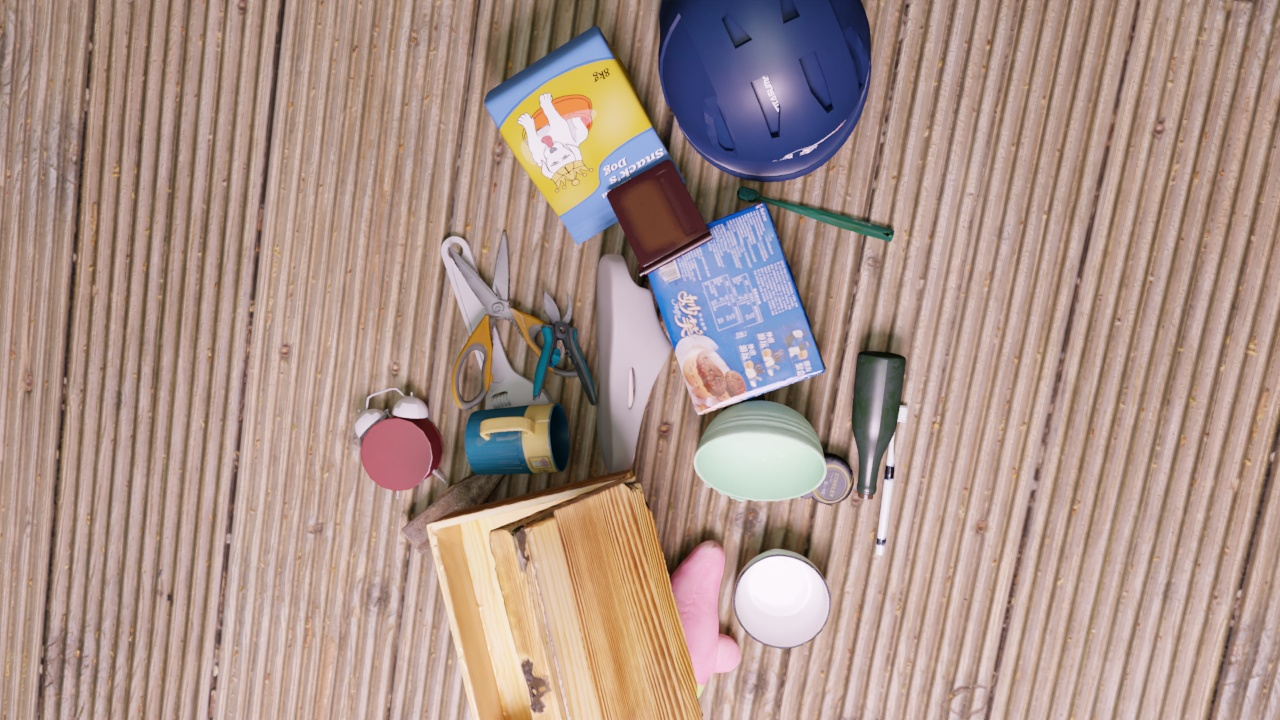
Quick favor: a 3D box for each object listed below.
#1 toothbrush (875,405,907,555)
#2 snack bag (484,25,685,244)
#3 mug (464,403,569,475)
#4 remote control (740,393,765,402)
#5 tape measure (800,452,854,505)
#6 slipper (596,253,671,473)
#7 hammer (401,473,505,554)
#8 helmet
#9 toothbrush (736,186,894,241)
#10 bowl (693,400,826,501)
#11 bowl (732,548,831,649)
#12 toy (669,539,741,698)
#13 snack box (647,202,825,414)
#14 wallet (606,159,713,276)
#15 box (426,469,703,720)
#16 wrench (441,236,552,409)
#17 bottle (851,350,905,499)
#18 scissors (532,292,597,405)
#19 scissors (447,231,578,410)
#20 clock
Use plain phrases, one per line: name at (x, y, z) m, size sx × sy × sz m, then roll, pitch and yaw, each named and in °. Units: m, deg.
toothbrush at (0.301, 0.144, 1.102) m, size 0.017 × 0.012 × 0.187 m, roll 6°, pitch 97°, yaw 3°
snack bag at (-0.062, -0.256, 1.069) m, size 0.159 × 0.102 × 0.205 m, roll -29°, pitch 114°, yaw 9°
mug at (-0.149, 0.089, 1.081) m, size 0.107 × 0.113 × 0.083 m, roll -3°, pitch 70°, yaw 12°
remote control at (0.125, -0.013, 1.108) m, size 0.030 × 0.009 × 0.140 m, roll -10°, pitch 95°, yaw 8°
tape measure at (0.224, 0.142, 1.100) m, size 0.061 × 0.034 × 0.062 m, roll 19°, pitch 99°, yaw 7°
slipper at (-0.007, 0.006, 1.084) m, size 0.080 × 0.113 × 0.266 m, roll -2°, pitch 102°, yaw -11°
hammer at (-0.146, 0.278, 1.158) m, size 0.158 × 0.037 × 0.301 m, roll -39°, pitch 91°, yaw 9°
helmet at (0.142, -0.312, 0.993) m, size 0.232 × 0.222 × 0.272 m, roll -25°, pitch 129°, yaw 9°
toothbrush at (0.205, -0.173, 1.078) m, size 0.190 × 0.017 × 0.016 m, roll 17°, pitch 98°, yaw 5°
bowl at (0.140, 0.096, 1.068) m, size 0.151 × 0.151 × 0.076 m, roll 5°, pitch 53°, yaw 6°
bowl at (0.169, 0.280, 1.105) m, size 0.116 × 0.065 × 0.116 m, roll 1°, pitch 96°, yaw 7°
toy at (0.039, 0.326, 1.117) m, size 0.192 × 0.097 × 0.236 m, roll 27°, pitch 86°, yaw -1°
snack box at (0.108, -0.058, 1.063) m, size 0.155 × 0.069 × 0.202 m, roll -20°, pitch 87°, yaw 11°
wallet at (0.019, -0.163, 1.047) m, size 0.091 × 0.018 × 0.115 m, roll -28°, pitch 66°, yaw 8°
box at (-0.071, 0.275, 0.923) m, size 0.284 × 0.323 × 0.279 m, roll -14°, pitch 87°, yaw 4°
wrench at (-0.181, -0.026, 1.141) m, size 0.087 × 0.018 × 0.273 m, roll -17°, pitch 93°, yaw 8°
bottle at (0.274, 0.078, 1.078) m, size 0.055 × 0.055 × 0.174 m, roll 5°, pitch 98°, yaw 6°
scissors at (-0.090, -0.004, 1.101) m, size 0.124 × 0.153 × 0.019 m, roll 38°, pitch 144°, yaw -21°
scissors at (-0.158, -0.044, 1.122) m, size 0.216 × 0.016 × 0.225 m, roll 10°, pitch 84°, yaw -7°
clock at (-0.302, 0.103, 1.152) m, size 0.096 × 0.048 × 0.137 m, roll -18°, pitch 94°, yaw 8°
